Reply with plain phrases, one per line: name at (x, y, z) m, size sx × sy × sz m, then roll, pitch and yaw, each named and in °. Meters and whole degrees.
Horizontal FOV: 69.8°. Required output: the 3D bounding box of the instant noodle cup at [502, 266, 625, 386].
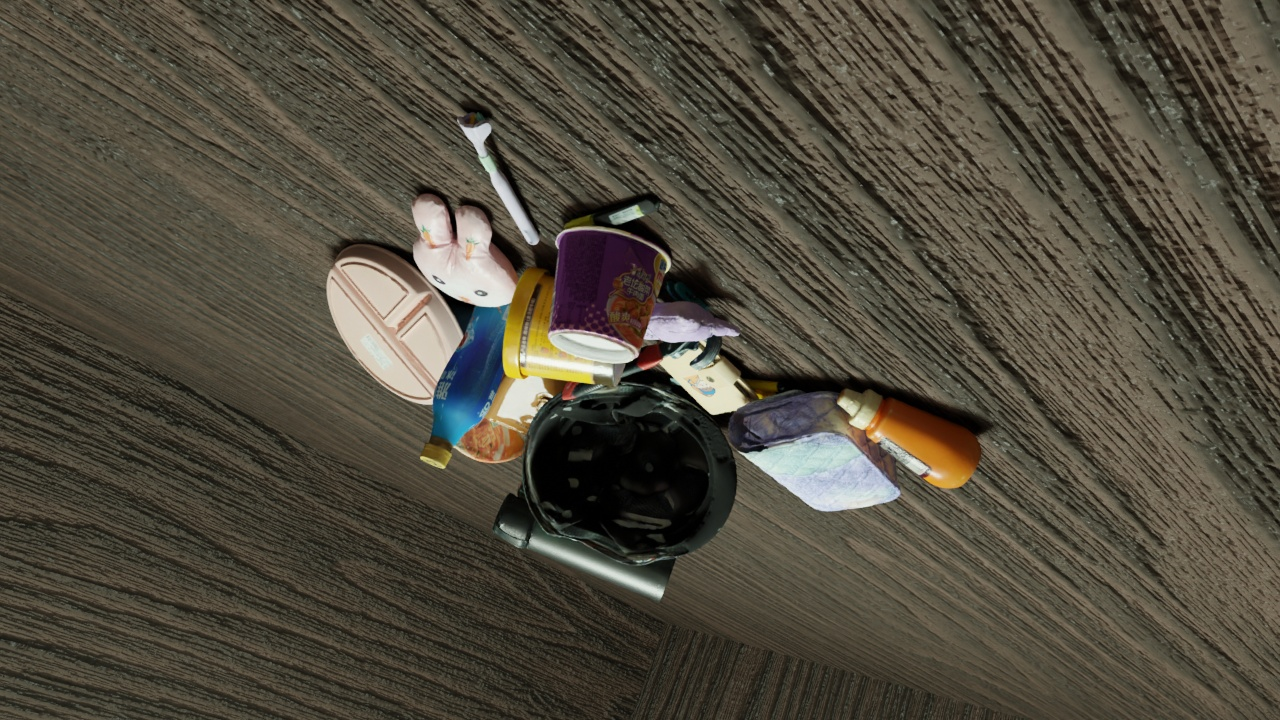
instant noodle cup at (-0.071, -0.029, 0.954) m, size 0.114 × 0.118 × 0.118 m, roll 12°, pitch 159°, yaw 7°

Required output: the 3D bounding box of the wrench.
wrench at (-0.006, 0.006, 1.015) m, size 0.016 × 0.056 × 0.274 m, roll 36°, pitch 149°, yaw -27°

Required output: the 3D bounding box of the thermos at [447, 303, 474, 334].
thermos at (-0.168, -0.027, 1.120) m, size 0.221 × 0.070 × 0.070 m, roll 10°, pitch 157°, yaw 29°

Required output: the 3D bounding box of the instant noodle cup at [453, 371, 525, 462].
instant noodle cup at (-0.219, 0.072, 1.324) m, size 0.151 × 0.151 × 0.111 m, roll 27°, pitch 168°, yaw -13°

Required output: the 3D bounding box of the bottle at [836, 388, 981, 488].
bottle at (0.268, 0.072, 0.933) m, size 0.149 × 0.066 × 0.067 m, roll 29°, pitch 160°, yaw 2°

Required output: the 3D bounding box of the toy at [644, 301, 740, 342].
toy at (0.034, -0.036, 0.887) m, size 0.083 × 0.039 × 0.108 m, roll 13°, pitch 171°, yaw -40°

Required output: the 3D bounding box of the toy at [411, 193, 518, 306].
toy at (-0.187, -0.110, 0.955) m, size 0.121 × 0.054 × 0.160 m, roll 17°, pitch 151°, yaw 14°

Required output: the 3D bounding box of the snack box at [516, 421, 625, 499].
snack box at (-0.061, 0.160, 1.321) m, size 0.182 × 0.177 × 0.046 m, roll 21°, pitch 137°, yaw 4°

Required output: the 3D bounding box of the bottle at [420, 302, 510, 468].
bottle at (-0.186, 0.016, 1.024) m, size 0.065 × 0.218 × 0.065 m, roll 19°, pitch 161°, yaw 7°

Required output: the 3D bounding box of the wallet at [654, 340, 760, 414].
wallet at (0.073, 0.017, 1.023) m, size 0.087 × 0.024 × 0.115 m, roll -15°, pitch 127°, yaw 48°

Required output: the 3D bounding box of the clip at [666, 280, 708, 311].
clip at (0.045, -0.060, 0.892) m, size 0.048 × 0.014 × 0.057 m, roll 7°, pitch 156°, yaw 41°

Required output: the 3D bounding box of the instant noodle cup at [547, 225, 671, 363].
instant noodle cup at (-0.033, -0.055, 0.838) m, size 0.111 × 0.099 × 0.112 m, roll 10°, pitch 165°, yaw 2°

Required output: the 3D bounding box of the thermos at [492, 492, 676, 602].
thermos at (-0.078, 0.253, 1.221) m, size 0.242 × 0.068 × 0.089 m, roll 19°, pitch -158°, yaw 3°

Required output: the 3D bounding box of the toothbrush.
toothbrush at (-0.120, -0.155, 0.816) m, size 0.029 × 0.021 × 0.189 m, roll 14°, pitch 160°, yaw 16°

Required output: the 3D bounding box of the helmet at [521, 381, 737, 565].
helmet at (-0.009, 0.136, 1.191) m, size 0.274 × 0.230 × 0.156 m, roll 6°, pitch -177°, yaw 8°

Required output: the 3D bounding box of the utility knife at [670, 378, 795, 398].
utility knife at (0.102, 0.032, 1.062) m, size 0.181 × 0.015 × 0.033 m, roll 3°, pitch 150°, yaw 41°

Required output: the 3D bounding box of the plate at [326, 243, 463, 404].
plate at (-0.308, -0.038, 1.144) m, size 0.230 × 0.028 × 0.230 m, roll 23°, pitch 135°, yaw 24°

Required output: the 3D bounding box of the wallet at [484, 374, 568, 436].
wallet at (-0.139, 0.048, 1.235) m, size 0.108 × 0.031 × 0.132 m, roll 27°, pitch 123°, yaw -14°

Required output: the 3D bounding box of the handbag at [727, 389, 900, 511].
handbag at (0.202, 0.103, 1.033) m, size 0.134 × 0.075 × 0.194 m, roll -17°, pitch 142°, yaw 31°

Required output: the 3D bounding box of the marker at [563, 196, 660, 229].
marker at (-0.026, -0.126, 0.801) m, size 0.018 × 0.015 × 0.124 m, roll 34°, pitch 154°, yaw -33°
